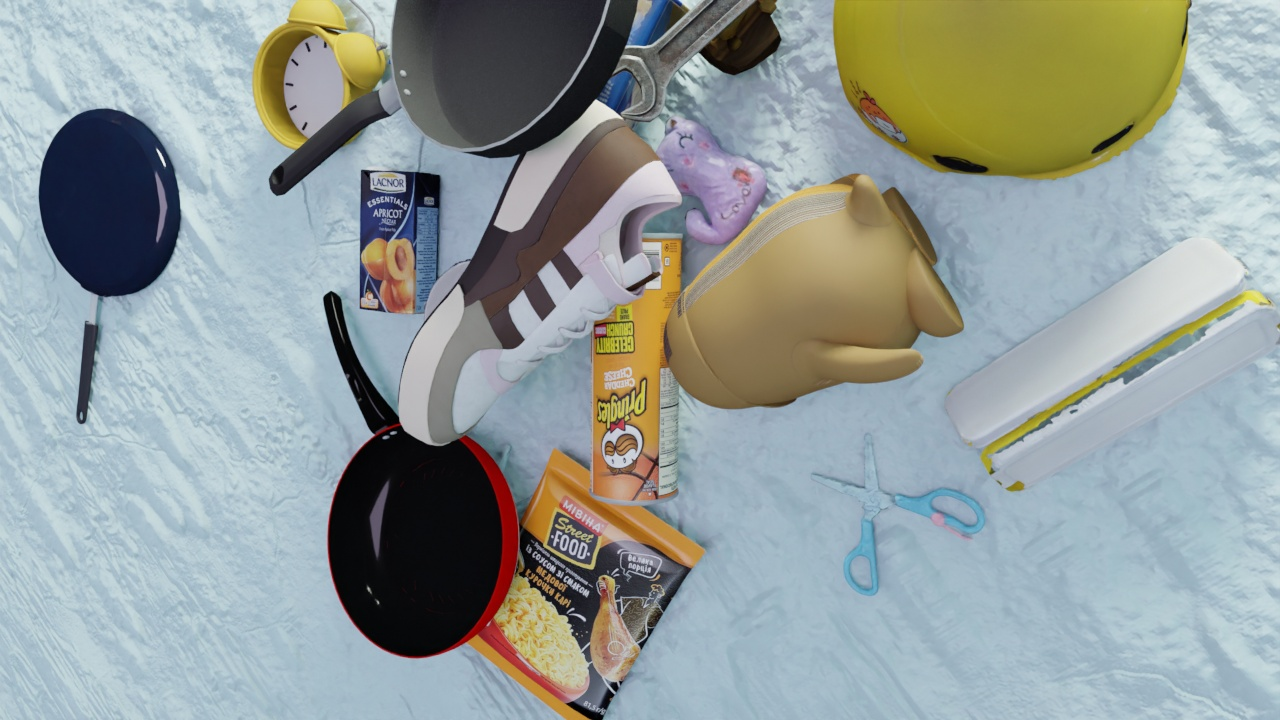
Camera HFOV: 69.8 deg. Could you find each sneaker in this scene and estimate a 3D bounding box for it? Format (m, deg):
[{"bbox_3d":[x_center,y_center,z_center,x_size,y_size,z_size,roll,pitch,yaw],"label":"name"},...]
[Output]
[{"bbox_3d":[-0.069,-0.038,0.685,0.116,0.111,0.294,37,105,13],"label":"sneaker"}]

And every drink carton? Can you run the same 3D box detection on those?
[{"bbox_3d":[-0.220,-0.110,0.841,0.064,0.040,0.130,7,99,20],"label":"drink carton"}]

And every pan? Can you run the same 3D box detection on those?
[{"bbox_3d":[-0.226,0.096,0.857,0.209,0.067,0.356,-29,71,23],"label":"pan"},{"bbox_3d":[-0.595,-0.095,1.003,0.199,0.021,0.357,20,105,18],"label":"pan"},{"bbox_3d":[-0.145,-0.205,0.649,0.357,0.044,0.204,-27,69,31],"label":"pan"}]

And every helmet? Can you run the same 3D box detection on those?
[{"bbox_3d":[0.237,-0.224,0.590,0.240,0.139,0.209,30,107,15],"label":"helmet"}]

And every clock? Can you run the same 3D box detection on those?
[{"bbox_3d":[-0.295,-0.262,0.845,0.113,0.052,0.152,44,115,11],"label":"clock"}]

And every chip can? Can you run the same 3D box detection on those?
[{"bbox_3d":[-0.004,0.004,0.751,0.075,0.075,0.215,4,98,21],"label":"chip can"}]

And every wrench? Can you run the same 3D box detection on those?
[{"bbox_3d":[0.081,-0.275,0.660,0.273,0.010,0.070,-43,92,-1],"label":"wrench"}]

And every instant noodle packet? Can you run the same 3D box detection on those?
[{"bbox_3d":[-0.060,0.211,0.825,0.160,0.032,0.221,32,108,14],"label":"instant noodle packet"}]

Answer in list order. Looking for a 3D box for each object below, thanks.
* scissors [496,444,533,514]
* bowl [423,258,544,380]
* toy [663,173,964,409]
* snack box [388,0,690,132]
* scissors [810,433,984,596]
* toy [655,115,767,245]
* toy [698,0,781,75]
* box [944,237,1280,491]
[{"bbox_3d":[-0.158,0.151,0.866,0.139,0.028,0.170,29,102,18],"label":"scissors"},{"bbox_3d":[-0.125,-0.034,0.800,0.113,0.063,0.113,3,98,21],"label":"bowl"},{"bbox_3d":[0.113,-0.032,0.670,0.204,0.198,0.162,-30,130,26],"label":"toy"},{"bbox_3d":[-0.084,-0.264,0.749,0.203,0.069,0.155,32,108,14],"label":"snack box"},{"bbox_3d":[0.195,0.130,0.726,0.135,0.015,0.136,19,102,24],"label":"scissors"},{"bbox_3d":[0.048,-0.141,0.732,0.100,0.036,0.080,34,107,13],"label":"toy"},{"bbox_3d":[0.085,-0.265,0.692,0.076,0.062,0.100,38,92,35],"label":"toy"},{"bbox_3d":[0.329,0.012,0.643,0.210,0.079,0.080,-38,117,22],"label":"box"}]
